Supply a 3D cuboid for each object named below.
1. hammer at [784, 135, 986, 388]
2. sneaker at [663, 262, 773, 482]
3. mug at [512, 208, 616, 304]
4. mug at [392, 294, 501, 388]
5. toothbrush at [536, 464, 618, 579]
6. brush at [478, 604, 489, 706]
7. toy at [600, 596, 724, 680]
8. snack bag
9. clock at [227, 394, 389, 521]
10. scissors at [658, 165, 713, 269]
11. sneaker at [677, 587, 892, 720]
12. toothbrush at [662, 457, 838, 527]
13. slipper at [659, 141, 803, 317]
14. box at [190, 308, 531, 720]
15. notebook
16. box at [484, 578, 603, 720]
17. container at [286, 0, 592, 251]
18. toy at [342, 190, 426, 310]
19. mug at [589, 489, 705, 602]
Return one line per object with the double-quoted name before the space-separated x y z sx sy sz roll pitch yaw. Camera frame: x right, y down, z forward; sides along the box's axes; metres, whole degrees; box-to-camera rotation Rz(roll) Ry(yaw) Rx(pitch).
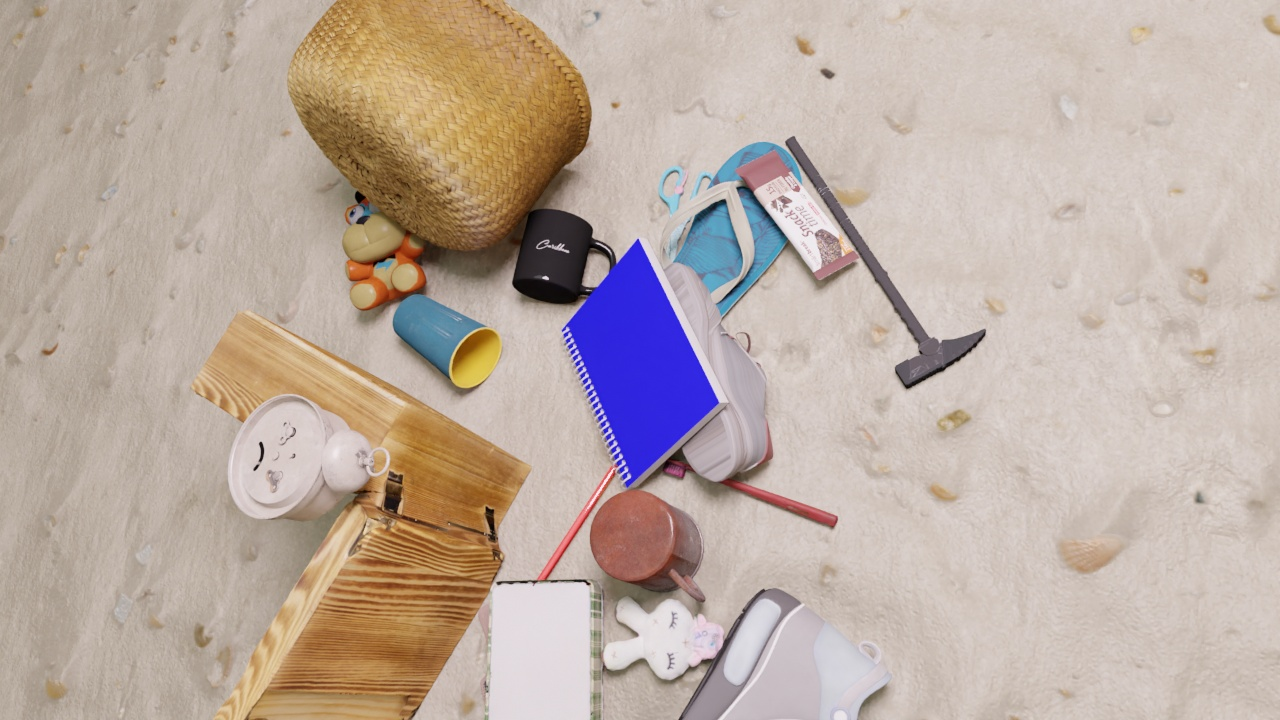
"hammer" 0.244 -0.126 0.986 0.095 0.015 0.324 -30 65 8
"sneaker" 0.080 0.010 0.957 0.100 0.089 0.236 -32 65 45
"mug" -0.085 -0.116 1.068 0.113 0.078 0.088 13 75 -4
"mug" -0.234 -0.028 1.087 0.121 0.078 0.078 30 83 30
"toothbrush" -0.080 0.205 0.986 0.018 0.012 0.212 32 84 14
"brush" -0.151 0.324 0.968 0.050 0.015 0.135 -22 66 10
"toy" 0.023 0.275 0.913 0.123 0.038 0.079 -1 65 16
"snack bag" 0.168 -0.159 0.989 0.057 0.013 0.158 -28 72 -14
"clock" -0.268 0.085 0.764 0.157 0.061 0.103 -2 72 26
"scissors" 0.053 -0.163 1.069 0.076 0.015 0.141 2 79 16
"sneaker" 0.114 0.350 0.836 0.160 0.093 0.256 29 84 17
"toothbrush" 0.109 0.136 0.942 0.190 0.016 0.016 17 83 23
"slipper" 0.080 -0.121 1.013 0.118 0.060 0.294 34 86 18
"box" -0.305 0.184 0.927 0.286 0.279 0.336 24 79 24
"notebook" -0.006 0.006 0.972 0.172 0.022 0.209 -47 56 36
"box" -0.096 0.324 0.922 0.118 0.051 0.205 -5 71 10
"container" -0.227 -0.267 1.016 0.307 0.307 0.196 29 72 25
"toy" -0.321 -0.147 1.151 0.112 0.096 0.175 -22 55 12
"mug" 0.017 0.191 0.906 0.123 0.110 0.096 42 94 26
